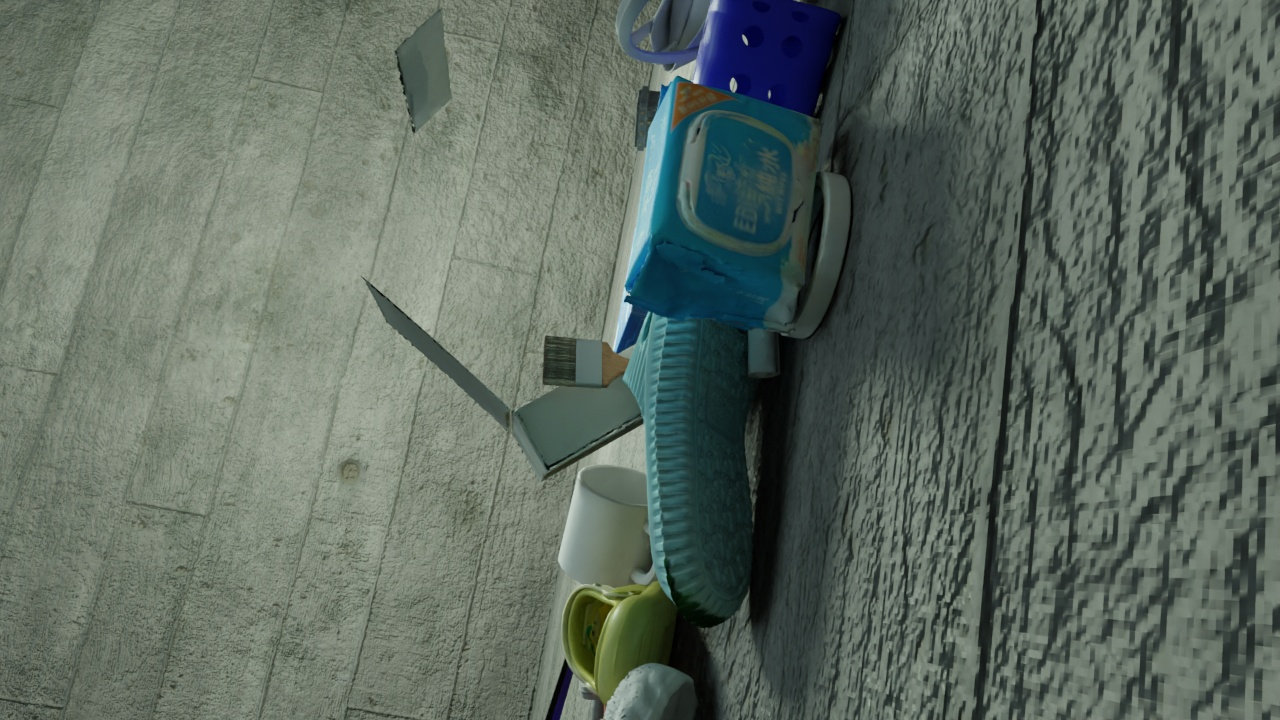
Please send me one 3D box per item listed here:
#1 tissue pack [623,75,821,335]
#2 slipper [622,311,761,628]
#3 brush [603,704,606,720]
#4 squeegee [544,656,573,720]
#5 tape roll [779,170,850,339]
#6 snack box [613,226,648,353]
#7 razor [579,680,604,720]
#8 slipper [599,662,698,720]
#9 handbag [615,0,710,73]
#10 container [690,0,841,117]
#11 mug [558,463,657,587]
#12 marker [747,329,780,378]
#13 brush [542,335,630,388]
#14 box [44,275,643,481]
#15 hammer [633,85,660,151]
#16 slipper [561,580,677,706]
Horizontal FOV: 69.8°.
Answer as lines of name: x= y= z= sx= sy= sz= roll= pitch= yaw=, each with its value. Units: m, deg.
tissue pack: x=0.047 y=-0.084 z=0.497 sx=0.062 sy=0.093 sz=0.144 roll=130 pitch=152 yaw=-64
slipper: x=0.029 y=0.020 z=0.555 sx=0.116 sy=0.070 sz=0.275 roll=41 pitch=-133 yaw=-51
brush: x=-0.022 y=0.312 z=0.858 sx=0.030 sy=0.041 sz=0.172 roll=63 pitch=-148 yaw=-70
squeegee: x=-0.028 y=0.318 z=0.581 sx=0.249 sy=0.055 sz=0.185 roll=-64 pitch=-38 yaw=-82
tape roll: x=0.094 y=-0.058 z=0.511 sx=0.093 sy=0.013 sz=0.093 roll=-171 pitch=92 yaw=-84
snack box: x=0.014 y=-0.126 z=1.270 sx=0.196 sy=0.056 sz=0.238 roll=115 pitch=167 yaw=-67
razor: x=-0.042 y=0.366 z=0.931 sx=0.088 sy=0.047 sz=0.116 roll=-135 pitch=49 yaw=-84
slipper: x=-0.004 y=0.285 z=0.499 sx=0.112 sy=0.075 sz=0.246 roll=81 pitch=-163 yaw=-45
handbag: x=0.050 y=-0.298 z=0.637 sx=0.222 sy=0.095 sz=0.216 roll=-47 pitch=-11 yaw=-29
container: x=0.074 y=-0.180 z=0.611 sx=0.085 sy=0.084 sz=0.114 roll=-92 pitch=15 yaw=-73
mug: x=-0.016 y=0.164 z=0.867 sx=0.121 sy=0.091 sz=0.090 roll=31 pitch=113 yaw=48
marker: x=0.075 y=-0.054 z=0.564 sx=0.017 sy=0.020 sz=0.133 roll=152 pitch=122 yaw=-64
brush: x=-0.004 y=0.004 z=0.714 sx=0.008 sy=0.143 sz=0.045 roll=106 pitch=165 yaw=-52
box: x=-0.196 y=0.019 z=0.782 sx=0.167 sy=0.506 sz=0.148 roll=128 pitch=149 yaw=-77
hammer: x=0.037 y=-0.147 z=1.024 sx=0.323 sy=0.098 sz=0.044 roll=95 pitch=-179 yaw=-46
slipper: x=-0.020 y=0.205 z=0.668 sx=0.190 sy=0.081 sz=0.091 roll=58 pitch=-141 yaw=-77
